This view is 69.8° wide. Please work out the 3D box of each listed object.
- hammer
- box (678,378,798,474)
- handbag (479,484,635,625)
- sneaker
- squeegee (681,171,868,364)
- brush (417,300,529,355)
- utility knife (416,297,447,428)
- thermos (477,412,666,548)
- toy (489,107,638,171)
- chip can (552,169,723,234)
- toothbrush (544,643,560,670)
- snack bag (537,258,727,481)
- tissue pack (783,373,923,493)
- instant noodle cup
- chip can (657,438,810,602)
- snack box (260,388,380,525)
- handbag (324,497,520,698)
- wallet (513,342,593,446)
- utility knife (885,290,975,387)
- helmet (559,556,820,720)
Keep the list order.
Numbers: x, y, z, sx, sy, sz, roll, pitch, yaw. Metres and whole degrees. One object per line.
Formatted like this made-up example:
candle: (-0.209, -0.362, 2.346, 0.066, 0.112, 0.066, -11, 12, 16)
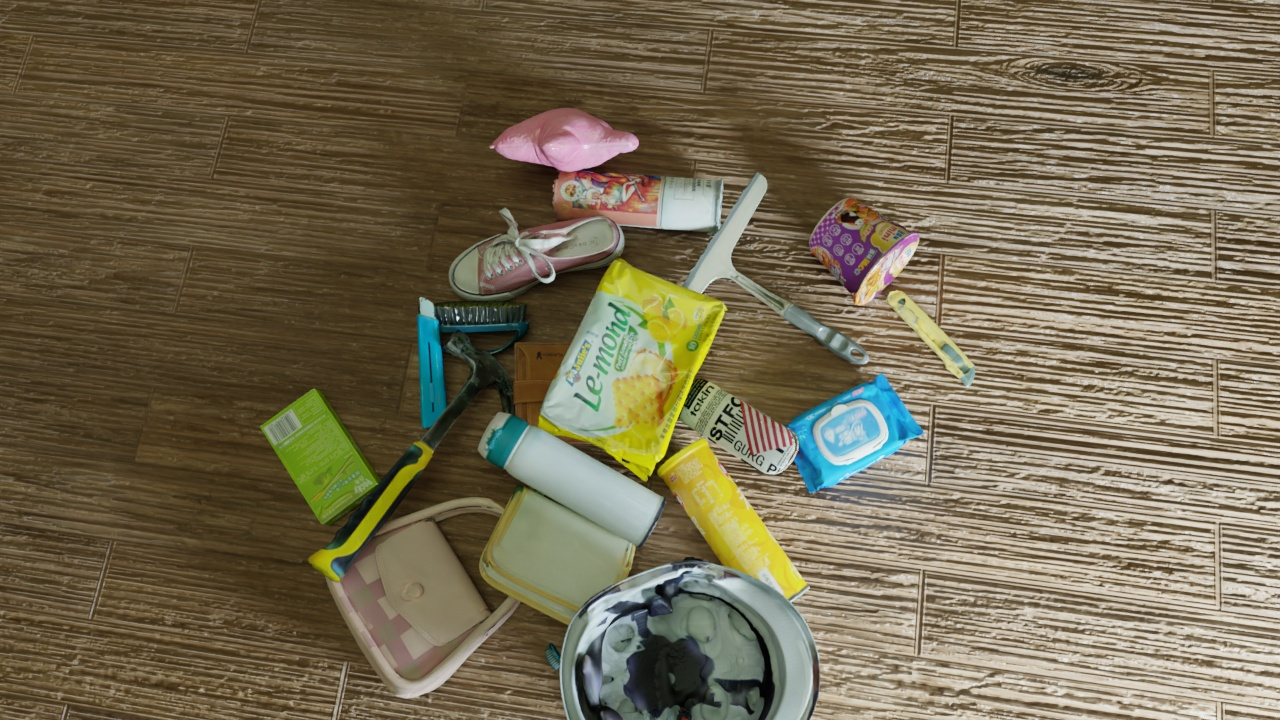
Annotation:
hammer: (-0.265, 0.120, 1.086, 0.126, 0.032, 0.322, 42, 63, -14)
box: (0.112, 0.077, 1.099, 0.164, 0.064, 0.074, 28, 65, 29)
handbag: (-0.088, 0.210, 1.086, 0.163, 0.063, 0.178, 27, 51, -5)
sneaker: (-0.143, -0.137, 1.159, 0.241, 0.088, 0.118, -12, 75, 15)
squeegee: (0.181, -0.067, 1.157, 0.246, 0.039, 0.246, 34, 95, 9)
brush: (-0.213, -0.040, 1.172, 0.144, 0.055, 0.073, -2, 97, 4)
utility knife: (-0.263, 0.003, 1.148, 0.034, 0.018, 0.166, -1, 100, 3)
thermos: (-0.083, 0.135, 1.070, 0.224, 0.073, 0.073, 29, 79, -1)
toy: (-0.108, -0.285, 1.179, 0.178, 0.194, 0.075, -7, 112, -16)
chip can: (-0.003, -0.207, 1.190, 0.215, 0.071, 0.071, 5, 76, 6)
toothbrush: (-0.056, 0.412, 1.062, 0.018, 0.016, 0.191, -38, 76, 4)
snack bag: (-0.007, 0.007, 1.110, 0.158, 0.068, 0.246, 22, 76, 10)
tissue pack: (0.252, 0.086, 1.105, 0.157, 0.052, 0.095, -27, 75, -3)
instant noodle cup: (0.271, -0.142, 1.139, 0.111, 0.111, 0.099, -42, 70, -7)
chip can: (0.108, 0.196, 1.077, 0.072, 0.072, 0.213, -35, 76, -5)
snack box: (-0.402, 0.121, 1.156, 0.085, 0.026, 0.156, -37, 76, -6)
handbag: (-0.234, 0.260, 1.089, 0.233, 0.093, 0.193, -32, 75, -16)
wallet: (-0.111, 0.042, 1.146, 0.119, 0.035, 0.130, 1, 75, -15)
utility knife: (0.364, -0.030, 1.149, 0.031, 0.018, 0.151, -38, 72, -12)
helmet: (0.046, 0.329, 0.968, 0.258, 0.146, 0.229, -12, 76, -7)
